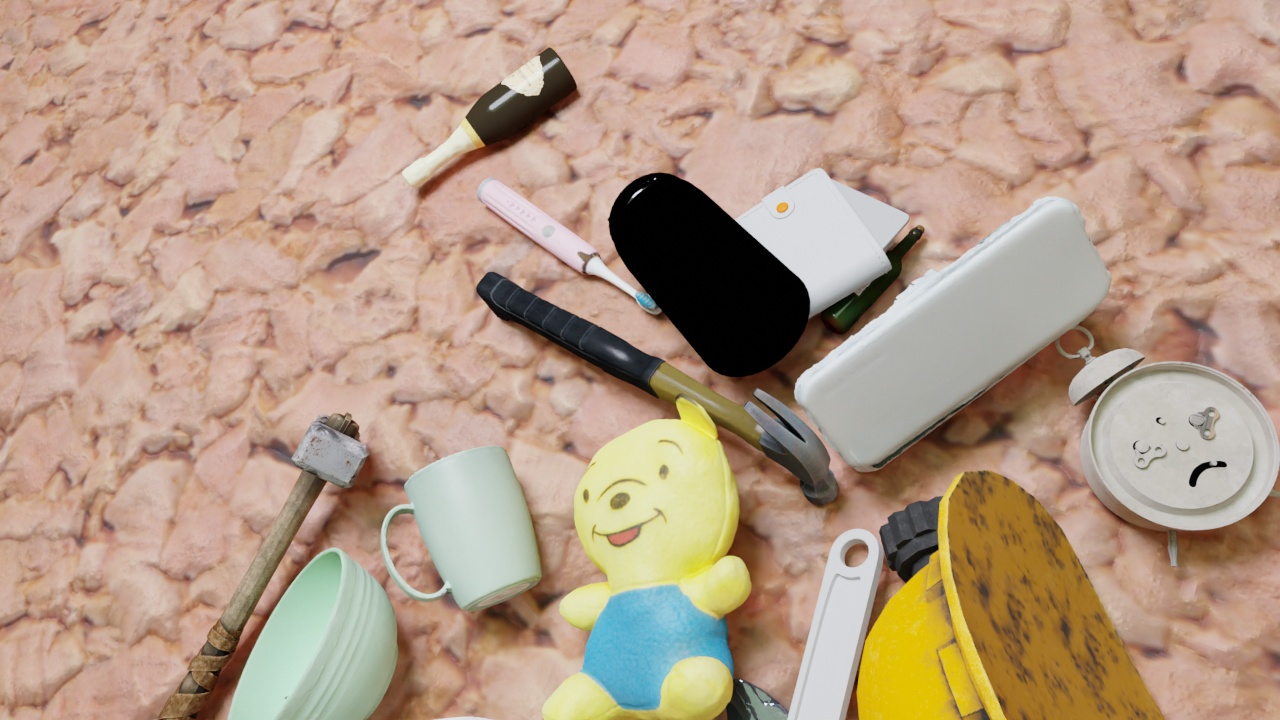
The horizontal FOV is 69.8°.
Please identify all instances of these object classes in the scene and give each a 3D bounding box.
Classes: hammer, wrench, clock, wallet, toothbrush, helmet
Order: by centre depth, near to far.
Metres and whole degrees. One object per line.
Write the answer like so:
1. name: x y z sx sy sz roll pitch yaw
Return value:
1. helmet: 0.191 0.202 0.505 0.132 0.205 0.254 -38 40 31
2. wrench: 0.089 0.334 0.558 0.073 0.022 0.273 -16 62 5
3. wrench: 0.115 0.231 0.562 0.087 0.018 0.272 -2 56 42
4. clock: 0.322 0.042 0.586 0.103 0.061 0.157 -33 69 0
5. hammer: -0.004 0.004 0.694 0.333 0.118 0.025 28 73 32
6. wallet: 0.140 -0.096 0.705 0.115 0.037 0.118 -32 49 11
7. hammer: -0.311 0.184 0.731 0.049 0.121 0.318 30 85 -18
8. toothbrush: -0.063 -0.100 0.796 0.222 0.026 0.027 37 94 28

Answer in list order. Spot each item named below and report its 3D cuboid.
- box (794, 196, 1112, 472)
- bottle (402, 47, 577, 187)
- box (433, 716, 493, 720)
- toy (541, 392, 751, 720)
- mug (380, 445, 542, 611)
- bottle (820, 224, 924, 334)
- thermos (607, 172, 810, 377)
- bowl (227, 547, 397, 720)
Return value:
1. box: 0.189 -0.028 0.596 0.215 0.127 0.106 -41 51 11
2. bottle: -0.147 -0.223 0.868 0.184 0.045 0.045 -36 61 1
3. box: -0.136 0.322 0.612 0.092 0.083 0.165 11 72 12
4. toy: 0.009 0.142 0.630 0.149 0.084 0.213 -18 60 32
5. mug: -0.134 0.131 0.679 0.111 0.084 0.104 -15 70 -25
6. bottle: 0.180 -0.064 0.699 0.106 0.025 0.025 -46 61 -5
7. thermos: 0.039 -0.077 0.696 0.086 0.086 0.198 -36 41 0
8. bowl: -0.228 0.220 0.669 0.151 0.077 0.150 -41 29 28
